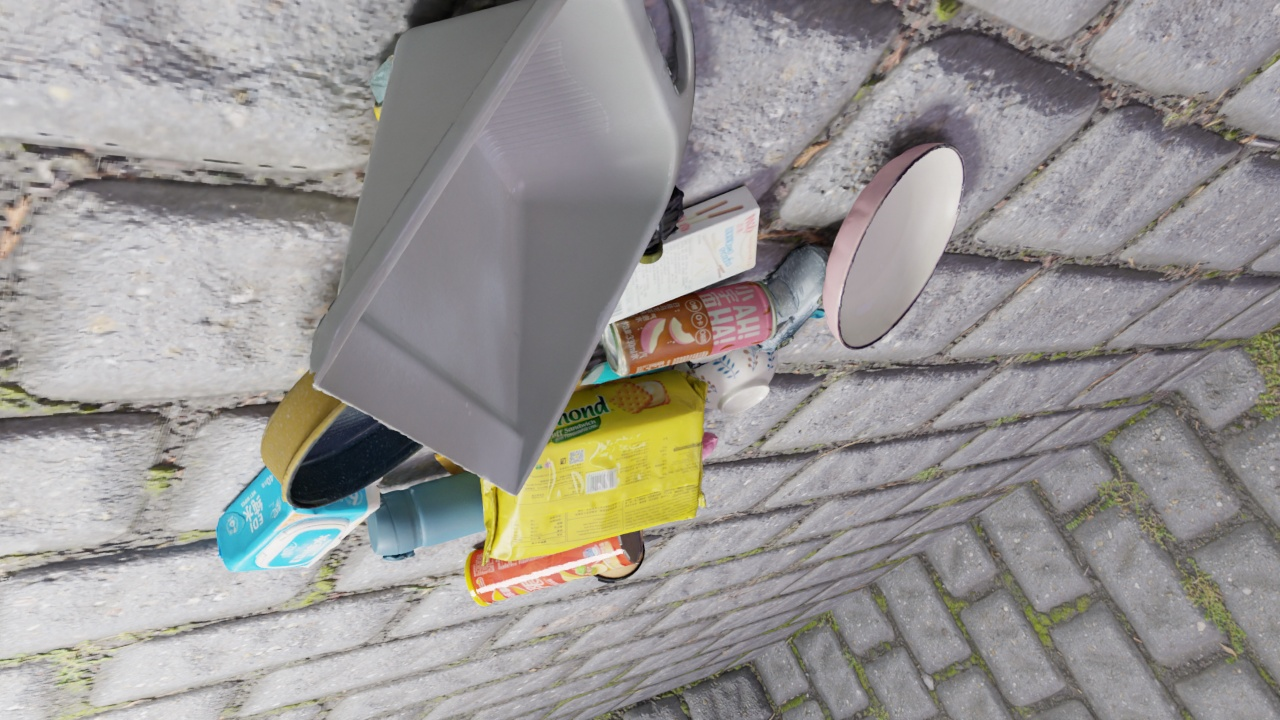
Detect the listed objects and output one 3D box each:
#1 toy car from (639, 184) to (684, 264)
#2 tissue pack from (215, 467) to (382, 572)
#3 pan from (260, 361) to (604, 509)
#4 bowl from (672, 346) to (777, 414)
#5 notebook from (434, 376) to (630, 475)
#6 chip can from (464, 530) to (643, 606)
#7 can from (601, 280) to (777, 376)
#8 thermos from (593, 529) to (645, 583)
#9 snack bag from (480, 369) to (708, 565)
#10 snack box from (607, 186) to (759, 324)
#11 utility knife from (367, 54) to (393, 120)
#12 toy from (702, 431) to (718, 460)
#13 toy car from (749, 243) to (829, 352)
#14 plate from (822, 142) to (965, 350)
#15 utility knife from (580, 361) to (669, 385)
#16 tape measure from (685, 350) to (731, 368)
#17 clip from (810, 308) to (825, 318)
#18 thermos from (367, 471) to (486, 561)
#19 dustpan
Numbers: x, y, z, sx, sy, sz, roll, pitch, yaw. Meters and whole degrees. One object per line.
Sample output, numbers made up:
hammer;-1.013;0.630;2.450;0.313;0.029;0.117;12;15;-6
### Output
toy car;-0.041;-0.086;0.652;0.158;0.042;0.070;-23;154;-10
tissue pack;-0.301;0.136;0.808;0.140;0.063;0.089;-39;152;26
pan;-0.132;0.024;0.728;0.198;0.078;0.356;-47;169;28
bowl;0.096;0.017;0.954;0.113;0.062;0.114;-20;154;-10
notebook;-0.097;0.082;0.956;0.206;0.010;0.146;-24;154;-5
chip can;-0.108;0.240;1.125;0.217;0.073;0.073;-20;157;18
can;0.042;-0.029;0.806;0.147;0.058;0.058;-14;152;-14
thermos;-0.033;0.226;1.207;0.093;0.093;0.144;-16;146;-21
snack bag;-0.040;0.105;0.890;0.246;0.068;0.158;-11;118;-24
snack box;0.019;-0.079;0.739;0.156;0.027;0.085;-23;154;-7
utility knife;-0.124;-0.117;0.547;0.033;0.015;0.173;-29;154;-8
toy;0.001;0.129;1.063;0.195;0.074;0.178;-25;164;9
toy car;0.136;-0.057;0.860;0.036;0.054;0.121;-7;148;-39
plate;0.215;-0.102;0.804;0.191;0.039;0.193;-34;142;-33
utility knife;-0.005;0.005;0.867;0.029;0.013;0.160;-53;158;25
tape measure;0.067;-0.026;0.877;0.066;0.033;0.066;-26;156;0
clip;0.166;-0.054;0.932;0.056;0.046;0.014;-1;146;-41
thermos;-0.162;0.141;0.920;0.220;0.070;0.070;-13;152;-24
dustpan;-0.040;-0.081;0.494;0.143;0.257;0.223;-7;158;14
